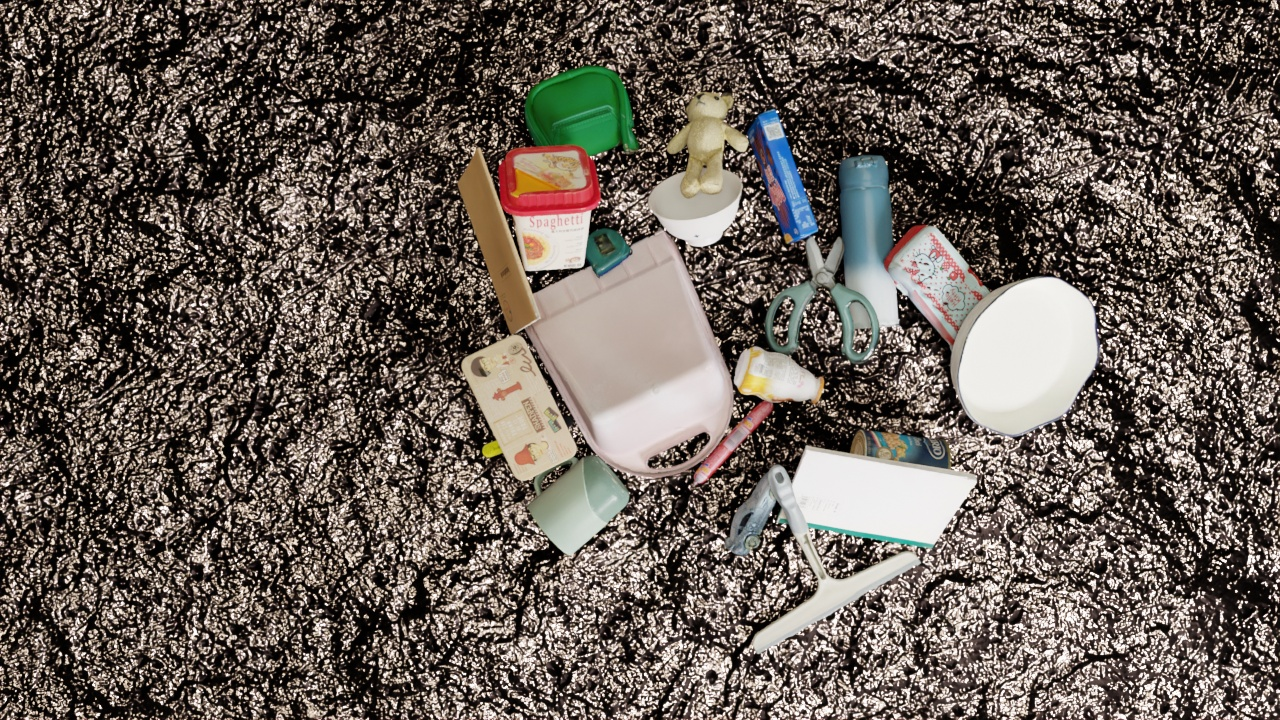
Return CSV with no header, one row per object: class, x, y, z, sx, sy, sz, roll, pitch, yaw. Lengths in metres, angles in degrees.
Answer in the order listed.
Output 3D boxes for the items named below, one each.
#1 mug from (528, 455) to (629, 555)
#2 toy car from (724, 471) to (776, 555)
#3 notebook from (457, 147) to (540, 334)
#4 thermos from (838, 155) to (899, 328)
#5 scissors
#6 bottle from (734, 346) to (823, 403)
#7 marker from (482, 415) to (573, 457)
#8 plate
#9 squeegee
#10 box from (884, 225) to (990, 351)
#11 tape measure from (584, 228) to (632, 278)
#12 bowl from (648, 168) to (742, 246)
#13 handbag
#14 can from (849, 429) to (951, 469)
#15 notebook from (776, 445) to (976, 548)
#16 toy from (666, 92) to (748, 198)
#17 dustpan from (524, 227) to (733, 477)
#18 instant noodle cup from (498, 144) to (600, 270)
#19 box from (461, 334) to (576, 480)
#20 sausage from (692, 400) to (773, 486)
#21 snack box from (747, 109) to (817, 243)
mug,-0.083,0.169,1.160,0.106,0.082,0.111,-42,60,0
toy car,0.147,0.192,1.174,0.037,0.054,0.120,29,90,-4
notebook,-0.174,-0.138,1.115,0.008,0.148,0.207,-20,92,-20
thermos,0.289,-0.150,1.164,0.070,0.070,0.220,-4,92,-2
scissors,0.215,-0.067,1.160,0.178,0.019,0.174,-21,90,29
bottle,0.176,0.023,1.166,0.108,0.063,0.063,16,90,-1
marker,-0.145,0.097,1.183,0.124,0.015,0.018,-20,90,-3
plate,0.479,-0.007,1.155,0.204,0.045,0.205,-5,108,-17
squeegee,0.206,0.220,1.162,0.246,0.039,0.247,-29,116,-3
box,0.387,-0.077,1.147,0.201,0.048,0.087,43,86,-23
tape measure,-0.046,-0.141,1.169,0.058,0.025,0.054,-35,73,-7
bowl,0.073,-0.184,1.153,0.118,0.118,0.065,-16,130,-1
handbag,-0.074,-0.299,1.152,0.131,0.068,0.120,-21,92,-1
can,0.327,0.131,1.167,0.111,0.075,0.075,7,91,-1
notebook,0.290,0.175,1.150,0.209,0.012,0.151,10,134,-1
toy,0.079,-0.268,1.140,0.105,0.066,0.157,-4,62,22
dustpan,-0.007,0.007,1.190,0.222,0.139,0.273,-24,64,0
instant noodle cup,-0.109,-0.181,1.115,0.116,0.124,0.116,-5,46,-6
box,-0.154,0.058,1.148,0.091,0.079,0.168,-26,91,-7
sausage,0.119,0.105,1.189,0.020,0.020,0.156,44,89,-2
snack box,0.177,-0.227,1.151,0.026,0.084,0.157,-20,91,-2
